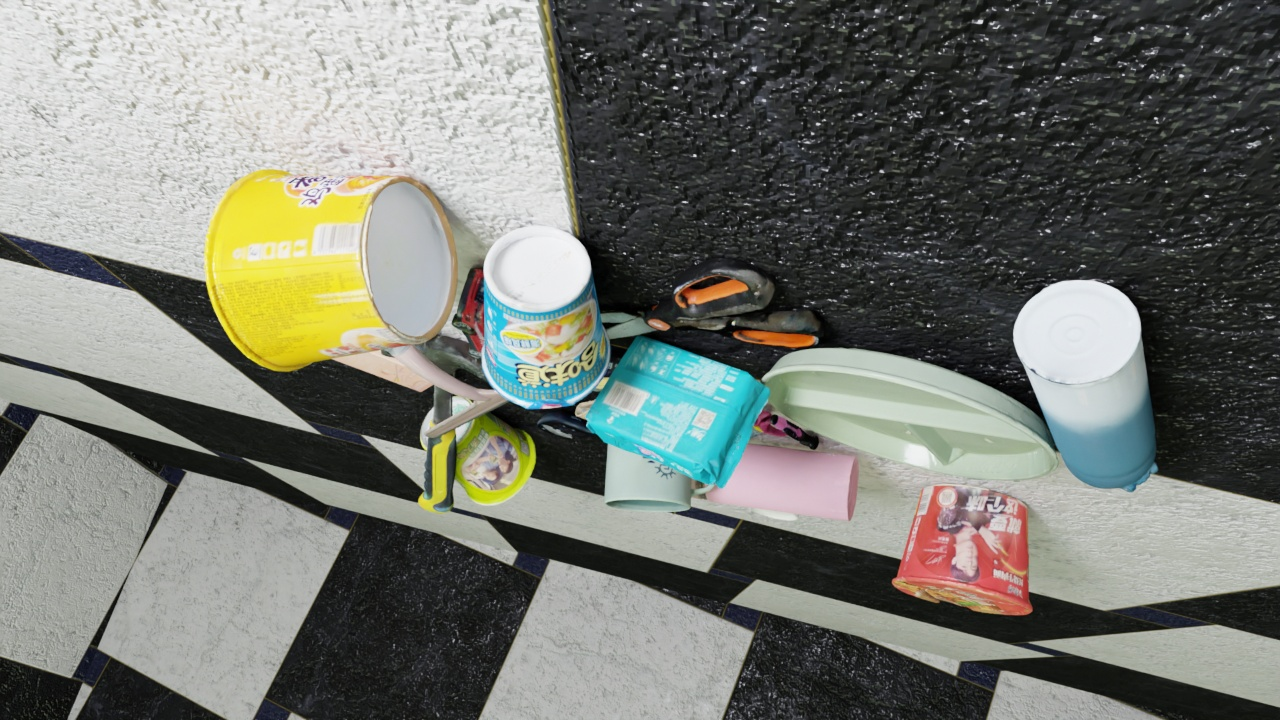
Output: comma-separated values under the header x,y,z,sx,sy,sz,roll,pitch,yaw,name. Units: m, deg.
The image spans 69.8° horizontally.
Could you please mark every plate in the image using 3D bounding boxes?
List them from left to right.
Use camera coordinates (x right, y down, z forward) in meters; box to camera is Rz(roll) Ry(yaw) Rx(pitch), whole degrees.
x,y,z,sx,sy,sz,roll,pitch,yaw,name
0.207,0.043,0.722,0.230,0.027,0.230,19,165,5,plate

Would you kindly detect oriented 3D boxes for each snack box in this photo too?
x,y,z,sx,sy,sz,roll,pitch,yaw,name
-0.294,-0.010,0.987,0.157,0.026,0.085,23,159,-23,snack box

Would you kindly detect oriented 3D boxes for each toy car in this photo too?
x,y,z,sx,sy,sz,roll,pitch,yaw,name
-0.119,-0.034,0.748,0.045,0.052,0.120,12,164,7,toy car

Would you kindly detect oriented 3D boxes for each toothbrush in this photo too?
x,y,z,sx,sy,sz,roll,pitch,yaw,name
0.139,0.065,0.840,0.018,0.014,0.189,17,175,24,toothbrush

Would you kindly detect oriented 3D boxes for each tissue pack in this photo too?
x,y,z,sx,sy,sz,roll,pitch,yaw,name
0.030,0.040,0.740,0.134,0.093,0.050,20,158,31,tissue pack

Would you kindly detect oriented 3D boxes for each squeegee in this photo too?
x,y,z,sx,sy,sz,roll,pitch,yaw,name
-0.213,-0.011,0.851,0.248,0.040,0.249,-25,130,37,squeegee

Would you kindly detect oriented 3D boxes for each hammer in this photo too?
x,y,z,sx,sy,sz,roll,pitch,yaw,name
-0.219,0.082,1.024,0.126,0.031,0.324,12,140,-4,hammer

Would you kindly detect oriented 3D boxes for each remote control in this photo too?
x,y,z,sx,sy,sz,roll,pitch,yaw,name
-0.086,0.073,1.064,0.053,0.024,0.137,22,167,-15,remote control

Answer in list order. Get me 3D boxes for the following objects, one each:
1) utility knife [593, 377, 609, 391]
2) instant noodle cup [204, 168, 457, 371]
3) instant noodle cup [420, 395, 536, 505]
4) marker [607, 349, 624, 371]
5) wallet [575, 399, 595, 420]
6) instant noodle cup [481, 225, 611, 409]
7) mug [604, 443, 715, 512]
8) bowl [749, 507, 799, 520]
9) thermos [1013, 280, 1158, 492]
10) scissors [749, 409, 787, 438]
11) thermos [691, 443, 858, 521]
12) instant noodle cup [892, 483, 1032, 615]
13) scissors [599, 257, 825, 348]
x,y,z,sx,sy,sz,roll,pitch,yaw,name
-0.019,0.021,0.893,0.167,0.018,0.031,-5,163,36,utility knife
-0.195,-0.063,0.610,0.110,0.137,0.138,-2,157,20,instant noodle cup
-0.209,0.106,1.153,0.112,0.111,0.123,3,150,31,instant noodle cup
-0.005,0.005,0.821,0.132,0.020,0.022,15,-169,-3,marker
-0.005,0.068,0.998,0.115,0.024,0.087,23,165,-20,wallet
-0.068,-0.034,0.644,0.099,0.099,0.110,13,148,5,instant noodle cup
0.023,0.093,0.906,0.111,0.106,0.082,7,161,-10,mug
0.154,0.142,1.027,0.113,0.062,0.113,15,162,5,bowl
0.288,0.026,0.584,0.070,0.070,0.220,3,158,32,thermos
0.115,0.068,0.914,0.056,0.017,0.133,29,166,4,scissors
0.122,0.121,0.948,0.199,0.067,0.087,3,171,23,thermos
0.342,0.196,0.959,0.138,0.108,0.138,14,162,4,instant noodle cup
0.036,-0.026,0.693,0.190,0.021,0.230,19,161,-12,scissors
